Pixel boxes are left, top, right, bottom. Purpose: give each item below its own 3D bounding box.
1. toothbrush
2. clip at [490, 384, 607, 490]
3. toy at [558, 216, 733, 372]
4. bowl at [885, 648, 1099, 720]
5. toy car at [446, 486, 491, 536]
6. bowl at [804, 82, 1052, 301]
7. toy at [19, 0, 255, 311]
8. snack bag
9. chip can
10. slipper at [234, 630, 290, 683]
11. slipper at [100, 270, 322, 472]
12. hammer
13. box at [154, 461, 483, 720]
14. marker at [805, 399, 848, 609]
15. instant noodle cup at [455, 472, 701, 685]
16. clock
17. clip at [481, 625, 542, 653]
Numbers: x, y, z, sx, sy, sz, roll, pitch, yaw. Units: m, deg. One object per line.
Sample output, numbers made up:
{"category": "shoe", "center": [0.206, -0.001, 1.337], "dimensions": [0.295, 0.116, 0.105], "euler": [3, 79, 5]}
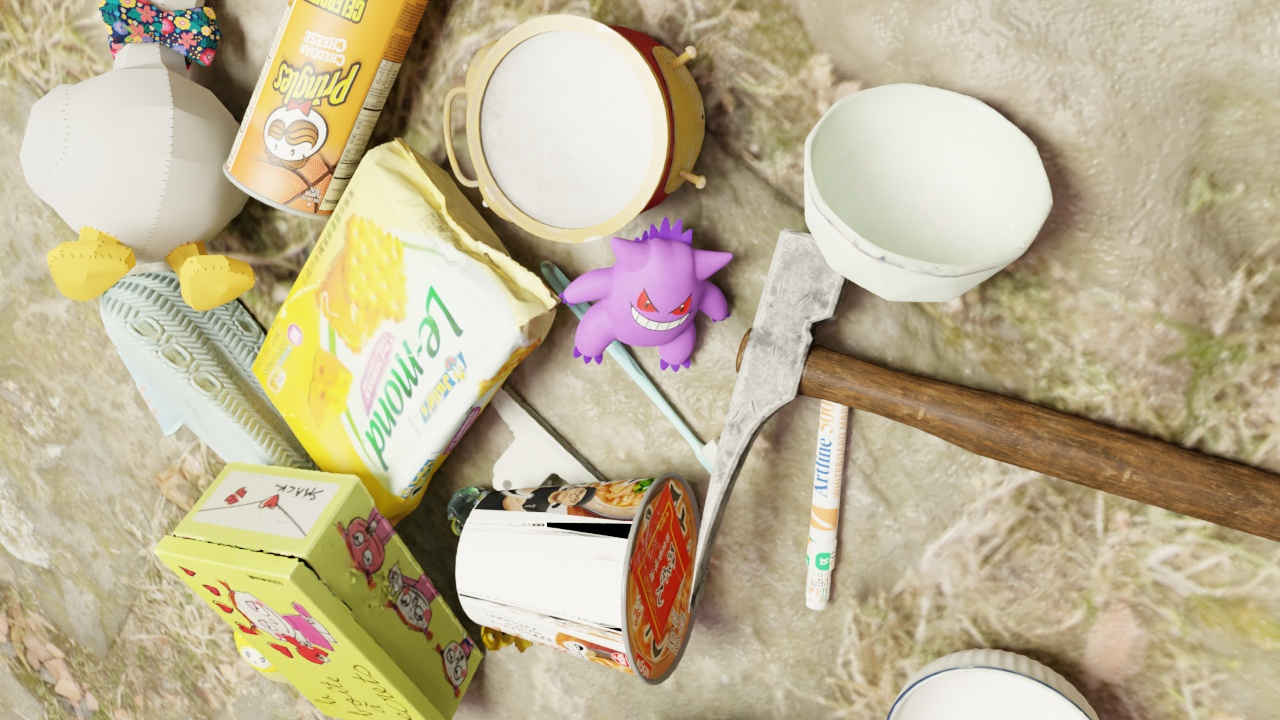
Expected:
{"category": "toothbrush", "center": [-0.003, 0.003, 0.583], "dimensions": [0.180, 0.016, 0.017], "euler": [48, 120, 6]}
{"category": "clip", "center": [-0.072, 0.069, 0.635], "dimensions": [0.102, 0.046, 0.056], "euler": [43, 112, 10]}
{"category": "toy", "center": [0.006, -0.041, 0.535], "dimensions": [0.088, 0.106, 0.055], "euler": [121, 149, -52]}
{"category": "bowl", "center": [0.201, 0.210, 0.514], "dimensions": [0.118, 0.062, 0.118], "euler": [7, 107, 24]}
{"category": "toy car", "center": [-0.100, 0.126, 0.653], "dimensions": [0.039, 0.027, 0.090], "euler": [-39, 91, 28]}
{"category": "bowl", "center": [0.133, -0.075, 0.456], "dimensions": [0.117, 0.117, 0.061], "euler": [32, 152, 15]}
{"category": "toy", "center": [-0.346, -0.165, 0.640], "dimensions": [0.247, 0.140, 0.267], "euler": [-31, 64, 45]}
{"category": "snack bag", "center": [-0.162, -0.009, 0.615], "dimensions": [0.159, 0.068, 0.248], "euler": [49, 122, 12]}
{"category": "chip can", "center": [-0.182, -0.199, 0.566], "dimensions": [0.075, 0.075, 0.215], "euler": [34, 108, 14]}
{"category": "slipper", "center": [-0.285, 0.180, 0.727], "dimensions": [0.092, 0.081, 0.191], "euler": [9, 104, 20]}
{"category": "slipper", "center": [-0.314, 0.031, 0.691], "dimensions": [0.245, 0.103, 0.074], "euler": [47, 114, 3]}
{"category": "hammer", "center": [0.184, 0.073, 0.480], "dimensions": [0.301, 0.037, 0.218], "euler": [17, 95, 16]}
{"category": "box", "center": [-0.209, 0.173, 0.635], "dimensions": [0.124, 0.081, 0.221], "euler": [4, 134, 24]}
{"category": "marker", "center": [0.111, 0.081, 0.548], "dimensions": [0.017, 0.017, 0.145], "euler": [9, 107, 23]}
{"category": "instant noodle cup", "center": [-0.039, 0.128, 0.569], "dimensions": [0.122, 0.123, 0.124], "euler": [1, 104, 24]}
{"category": "clock", "center": [-0.042, -0.133, 0.528], "dimensions": [0.159, 0.081, 0.117], "euler": [1, 108, 22]}
{"category": "clip", "center": [-0.092, 0.188, 0.658], "dimensions": [0.044, 0.049, 0.054], "euler": [-28, 89, -6]}
